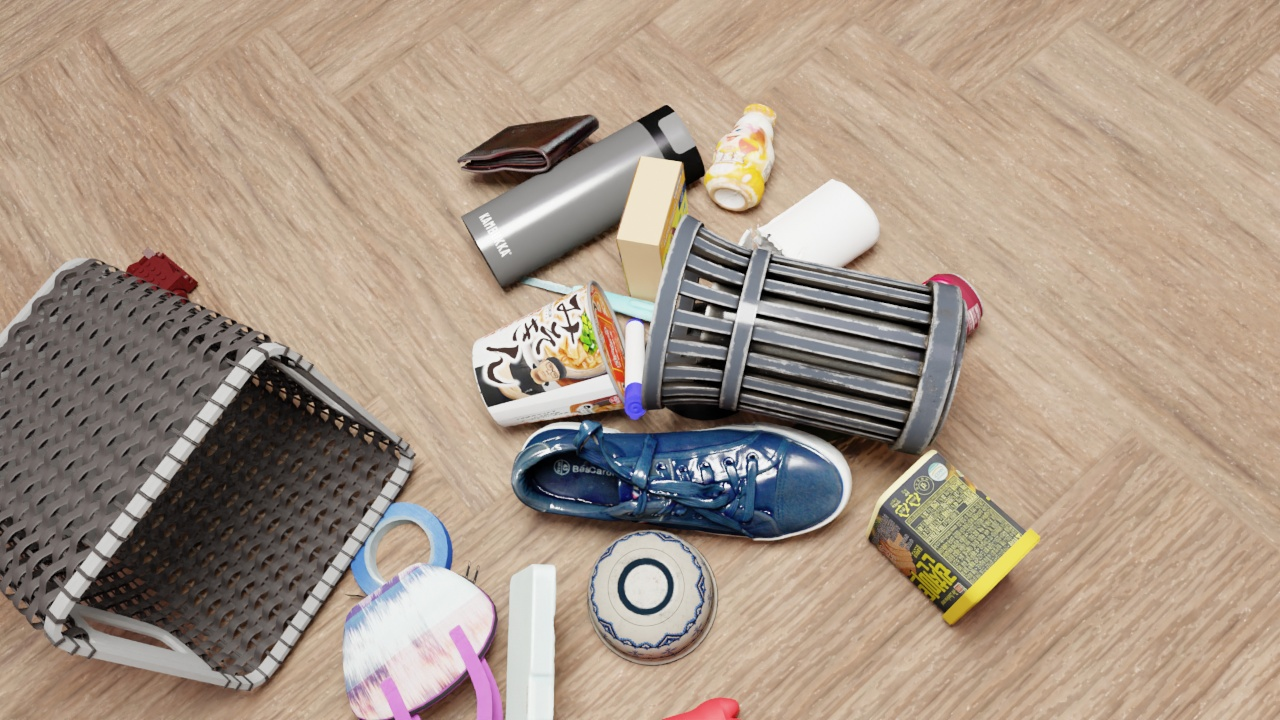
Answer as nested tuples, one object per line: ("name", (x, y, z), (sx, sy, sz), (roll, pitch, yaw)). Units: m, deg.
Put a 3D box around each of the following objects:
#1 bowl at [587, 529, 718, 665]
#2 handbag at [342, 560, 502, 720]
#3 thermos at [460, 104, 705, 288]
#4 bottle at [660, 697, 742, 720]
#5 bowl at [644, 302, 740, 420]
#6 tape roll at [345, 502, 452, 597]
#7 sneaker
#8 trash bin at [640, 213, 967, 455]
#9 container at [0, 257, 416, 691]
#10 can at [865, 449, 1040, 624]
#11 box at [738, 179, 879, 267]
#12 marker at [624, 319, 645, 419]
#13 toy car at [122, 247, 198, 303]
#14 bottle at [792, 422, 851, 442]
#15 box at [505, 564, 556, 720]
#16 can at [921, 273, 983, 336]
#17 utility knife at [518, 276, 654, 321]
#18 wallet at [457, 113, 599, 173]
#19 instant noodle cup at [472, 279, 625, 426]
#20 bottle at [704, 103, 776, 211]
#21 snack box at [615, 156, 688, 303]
("bowl", (0.007, 0.197, 0.781), (0.115, 0.059, 0.115), (-2, 67, 6))
("handbag", (-0.165, 0.255, 0.743), (0.144, 0.068, 0.170), (-36, 46, -9))
("thermos", (-0.055, -0.167, 0.928), (0.240, 0.082, 0.082), (-30, 67, -6))
("bottle", (0.017, 0.314, 0.741), (0.141, 0.042, 0.042), (-22, 67, -2))
("bowl", (0.061, -0.011, 0.865), (0.124, 0.052, 0.124), (-2, 67, 6))
("tape roll", (-0.218, 0.178, 0.839), (0.091, 0.016, 0.093), (5, 68, 9))
("sneaker", (0.028, 0.101, 0.767), (0.295, 0.127, 0.121), (2, 99, 9))
("trash bin", (0.131, -0.015, 0.745), (0.227, 0.164, 0.164), (13, 69, 8))
("container", (-0.394, 0.089, 0.768), (0.244, 0.247, 0.245), (25, 72, 24))
("can", (0.244, 0.143, 0.739), (0.072, 0.131, 0.101), (-40, 66, -10))
("box", (0.145, -0.108, 0.885), (0.161, 0.081, 0.092), (-37, 81, -8))
("marker", (-0.005, 0.005, 0.843), (0.020, 0.020, 0.141), (-7, 31, 4))
("toy car", (-0.548, -0.045, 0.946), (0.070, 0.062, 0.169), (35, 76, 18))
("bottle", (0.160, 0.064, 0.837), (0.106, 0.025, 0.025), (-14, 67, 0))
("box", (-0.090, 0.269, 0.722), (0.043, 0.136, 0.196), (5, 67, -11))
("can", (0.253, -0.028, 0.844), (0.114, 0.063, 0.063), (-34, 68, -8))
("utility knife", (-0.051, -0.066, 0.916), (0.168, 0.015, 0.022), (16, 54, 19))
("wallet", (-0.117, -0.225, 0.949), (0.120, 0.031, 0.099), (4, 35, 33))
("instant noodle cup", (-0.081, 0.003, 0.848), (0.122, 0.123, 0.123), (-17, 66, 9))
("bottle", (0.107, -0.209, 0.937), (0.063, 0.063, 0.108), (16, 70, 13))
("snack box", (0.015, -0.119, 0.876), (0.040, 0.126, 0.088), (11, 69, 11))
